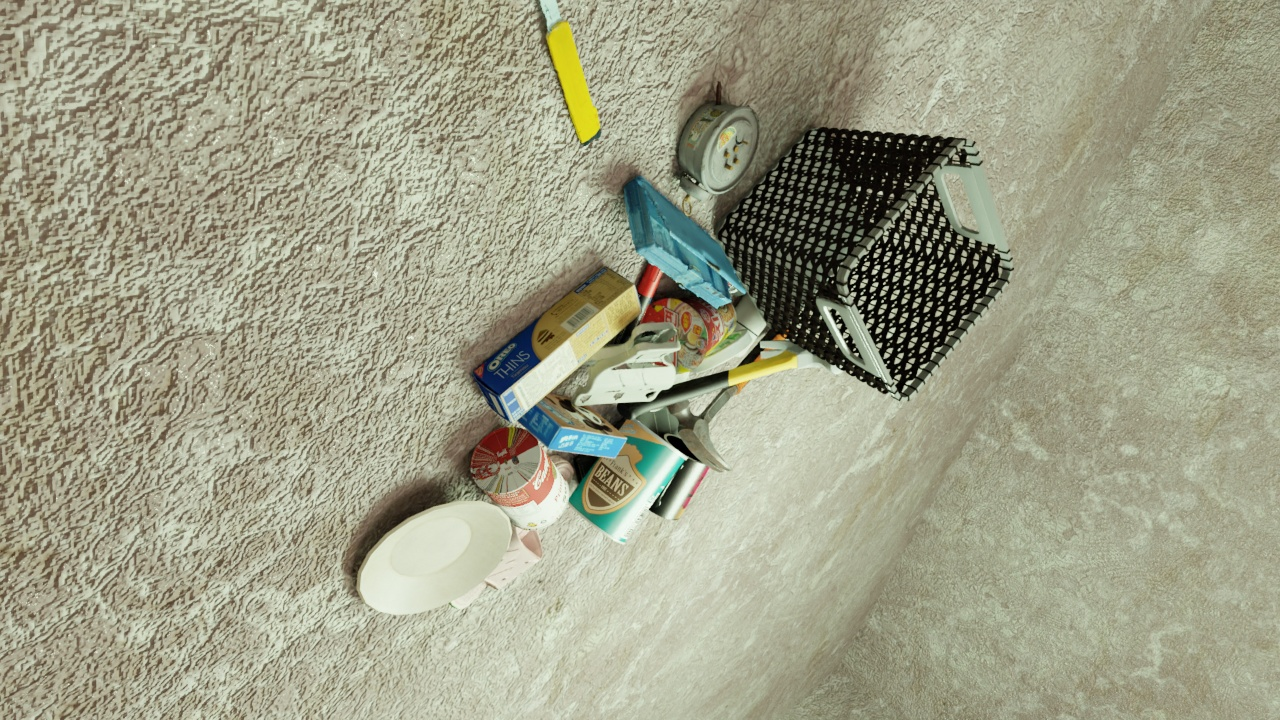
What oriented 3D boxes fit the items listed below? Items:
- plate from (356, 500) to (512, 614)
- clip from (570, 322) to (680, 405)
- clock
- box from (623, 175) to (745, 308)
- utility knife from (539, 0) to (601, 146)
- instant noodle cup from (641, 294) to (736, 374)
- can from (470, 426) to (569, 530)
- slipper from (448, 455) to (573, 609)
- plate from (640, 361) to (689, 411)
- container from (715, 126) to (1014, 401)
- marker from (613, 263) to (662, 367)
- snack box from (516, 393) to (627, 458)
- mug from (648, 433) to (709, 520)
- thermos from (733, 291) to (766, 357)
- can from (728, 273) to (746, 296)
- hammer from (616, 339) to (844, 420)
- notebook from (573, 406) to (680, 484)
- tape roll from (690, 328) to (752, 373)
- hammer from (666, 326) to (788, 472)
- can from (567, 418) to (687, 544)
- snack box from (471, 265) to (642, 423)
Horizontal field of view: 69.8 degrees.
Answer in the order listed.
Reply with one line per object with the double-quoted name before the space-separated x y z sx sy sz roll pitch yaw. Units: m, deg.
"plate" -0.244 0.227 1.082 0.188 0.027 0.189 -22 138 -21
"clip" -0.014 -0.008 1.120 0.126 0.099 0.153 -5 140 -33
"clock" 0.086 -0.235 1.061 0.103 0.056 0.148 13 109 -58
"box" 0.058 -0.138 1.089 0.054 0.093 0.231 -17 159 24
"utility knife" -0.067 -0.277 0.839 0.030 0.019 0.217 -50 156 -18
"instant noodle cup" 0.072 -0.047 1.211 0.112 0.100 0.101 -28 142 -50
"can" -0.143 0.144 1.104 0.086 0.086 0.116 -45 149 -14
"slipper" -0.162 0.231 1.193 0.239 0.064 0.094 -50 150 -8
"plate" 0.027 0.019 1.270 0.104 0.026 0.104 -34 141 -35
"container" 0.284 -0.141 1.190 0.245 0.244 0.247 -47 130 -11
"marker" -0.006 -0.057 1.154 0.023 0.021 0.145 -14 133 -59
"snack box" -0.089 0.076 1.108 0.034 0.087 0.151 -58 150 9
"mug" 0.042 0.173 1.331 0.098 0.082 0.118 -60 171 12
"thermos" 0.191 -0.106 1.348 0.224 0.052 0.052 -55 150 3
"can" 0.120 -0.112 1.263 0.031 0.031 0.080 -58 150 8
"hammer" 0.116 0.026 1.260 0.323 0.127 0.029 -16 112 -23
"notebook" -0.006 0.131 1.347 0.208 0.029 0.170 -36 144 -22
"tape roll" 0.107 -0.013 1.252 0.094 0.018 0.093 -28 -171 5
"hammer" 0.154 0.039 1.381 0.313 0.035 0.138 -44 109 -44
"can" -0.019 0.160 1.241 0.144 0.099 0.099 -54 150 -3
"snack box" -0.093 -0.021 1.036 0.206 0.057 0.056 -41 145 -20
